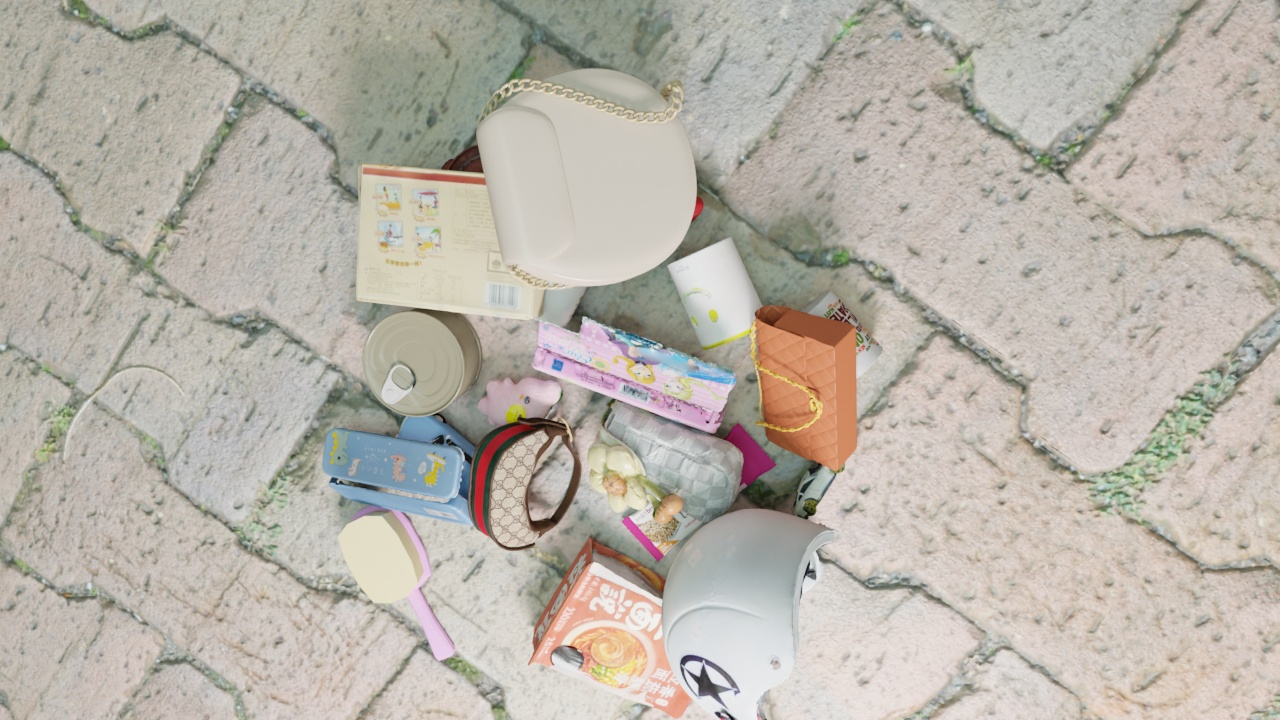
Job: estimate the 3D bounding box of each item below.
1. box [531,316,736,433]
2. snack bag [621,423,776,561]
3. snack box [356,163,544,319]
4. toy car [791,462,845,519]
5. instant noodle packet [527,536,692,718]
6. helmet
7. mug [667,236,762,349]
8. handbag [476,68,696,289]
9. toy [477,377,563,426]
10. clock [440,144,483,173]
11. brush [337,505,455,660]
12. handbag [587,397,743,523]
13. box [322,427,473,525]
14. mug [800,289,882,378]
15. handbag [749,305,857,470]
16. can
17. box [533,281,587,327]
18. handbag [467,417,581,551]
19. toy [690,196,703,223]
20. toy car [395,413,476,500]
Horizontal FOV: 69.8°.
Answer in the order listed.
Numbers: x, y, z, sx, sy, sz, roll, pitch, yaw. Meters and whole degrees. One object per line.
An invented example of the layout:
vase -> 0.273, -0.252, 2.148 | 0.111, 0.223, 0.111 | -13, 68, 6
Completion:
box -> -0.011, 0.019, 1.040 | 0.230, 0.159, 0.066 | 20, 76, 4
snack bag -> 0.069, 0.164, 1.124 | 0.197, 0.016, 0.070 | -41, 90, 15
snack box -> -0.208, -0.132, 1.017 | 0.207, 0.055, 0.153 | 7, 100, 9
toy car -> 0.209, 0.140, 1.078 | 0.033, 0.048, 0.105 | 32, 104, 6
instant noodle packet -> -0.008, 0.348, 1.160 | 0.221, 0.084, 0.164 | 28, 104, -8
helmet -> 0.106, 0.284, 1.033 | 0.164, 0.235, 0.265 | 19, 140, 15
mug -> 0.087, -0.076, 1.040 | 0.083, 0.082, 0.106 | -23, 95, 13
handbag -> -0.049, -0.183, 0.928 | 0.208, 0.103, 0.210 | -12, 92, -12
toy -> -0.149, 0.058, 1.123 | 0.093, 0.050, 0.102 | 25, 103, -5
clock -> -0.178, -0.187, 1.071 | 0.158, 0.072, 0.120 | -18, 97, 12
brush -> -0.311, 0.297, 1.202 | 0.089, 0.043, 0.228 | -26, 95, 13
handbag -> 0.026, 0.129, 1.056 | 0.171, 0.123, 0.113 | 19, 130, 15
box -> -0.302, 0.148, 1.130 | 0.210, 0.049, 0.121 | 6, 122, 25
mug -> 0.206, -0.014, 1.042 | 0.089, 0.073, 0.105 | 48, 130, -1
handbag -> 0.175, 0.032, 1.010 | 0.109, 0.060, 0.172 | 21, 136, 36
can -> -0.264, -0.002, 1.120 | 0.128, 0.073, 0.128 | 2, 101, 10
box -> -0.134, -0.100, 1.078 | 0.143, 0.083, 0.137 | 26, 105, -3
handbag -> -0.134, 0.144, 1.106 | 0.063, 0.138, 0.167 | 23, 113, 46
toy -> -0.013, -0.177, 1.051 | 0.131, 0.096, 0.124 | 34, 111, -17
toy car -> -0.239, 0.122, 1.149 | 0.153, 0.054, 0.056 | 39, 104, 1
